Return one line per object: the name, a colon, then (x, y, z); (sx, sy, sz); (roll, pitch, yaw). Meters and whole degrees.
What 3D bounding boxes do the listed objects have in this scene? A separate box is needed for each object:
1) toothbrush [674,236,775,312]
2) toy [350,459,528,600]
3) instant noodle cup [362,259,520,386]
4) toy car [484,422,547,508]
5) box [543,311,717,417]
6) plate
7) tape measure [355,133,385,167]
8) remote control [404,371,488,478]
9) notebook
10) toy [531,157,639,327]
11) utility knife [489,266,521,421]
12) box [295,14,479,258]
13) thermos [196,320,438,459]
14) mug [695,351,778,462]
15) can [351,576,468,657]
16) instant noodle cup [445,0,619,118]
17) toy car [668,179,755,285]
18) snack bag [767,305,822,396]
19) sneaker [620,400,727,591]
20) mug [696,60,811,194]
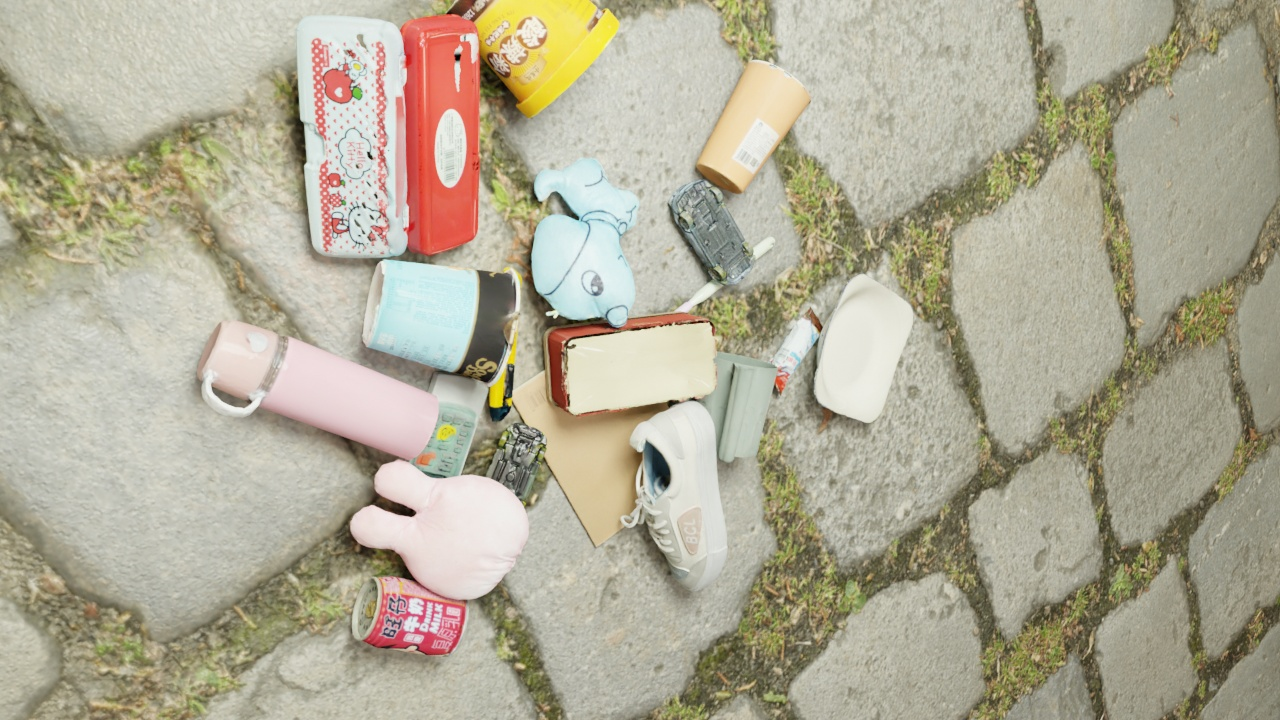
toothbrush: (0.081, -0.079, 1.015); (0.189, 0.020, 0.029); (-40, 146, -16)
toy: (-0.188, 0.157, 0.871); (0.159, 0.054, 0.121); (30, 88, -17)
instant noodle cup: (-0.183, -0.041, 0.828); (0.120, 0.111, 0.111); (12, 95, -24)
toy car: (-0.130, 0.115, 0.924); (0.048, 0.032, 0.105); (21, 82, -5)
box: (-0.006, 0.005, 0.931); (0.168, 0.077, 0.091); (-8, 105, -22)
plate: (0.261, -0.014, 1.111); (0.163, 0.034, 0.164); (22, 87, -44)
tape measure: (-0.228, -0.191, 0.806); (0.057, 0.029, 0.060); (-38, 117, -17)
remote control: (-0.193, 0.079, 0.893); (0.056, 0.019, 0.135); (18, 92, -31)
notebook: (-0.033, 0.080, 0.990); (0.149, 0.012, 0.211); (-35, 116, -18)
toy: (-0.056, -0.110, 0.893); (0.161, 0.050, 0.156); (43, 74, -4)
utility knife: (-0.132, -0.015, 0.901); (0.033, 0.015, 0.154); (-10, 107, -66)
box: (-0.203, -0.183, 0.769); (0.159, 0.065, 0.201); (-14, 125, -31)
thermos: (-0.278, 0.034, 0.799); (0.198, 0.087, 0.067); (26, 132, -33)
mug: (0.100, 0.050, 0.999); (0.084, 0.124, 0.103); (12, 98, 2)
can: (-0.223, 0.247, 0.887); (0.093, 0.066, 0.066); (22, 90, -32)
instant noodle cup: (-0.099, -0.297, 0.810); (0.114, 0.118, 0.118); (43, 79, -22)
toy car: (0.077, -0.137, 0.987); (0.054, 0.037, 0.120); (-42, 111, -17)
snack bag: (0.182, -0.011, 1.085); (0.104, 0.026, 0.048); (-52, 131, -10)
sneaker: (0.032, 0.162, 0.985); (0.090, 0.089, 0.242); (-19, 122, -24)
mug: (0.115, -0.242, 0.968); (0.078, 0.078, 0.122); (32, 89, -31)
